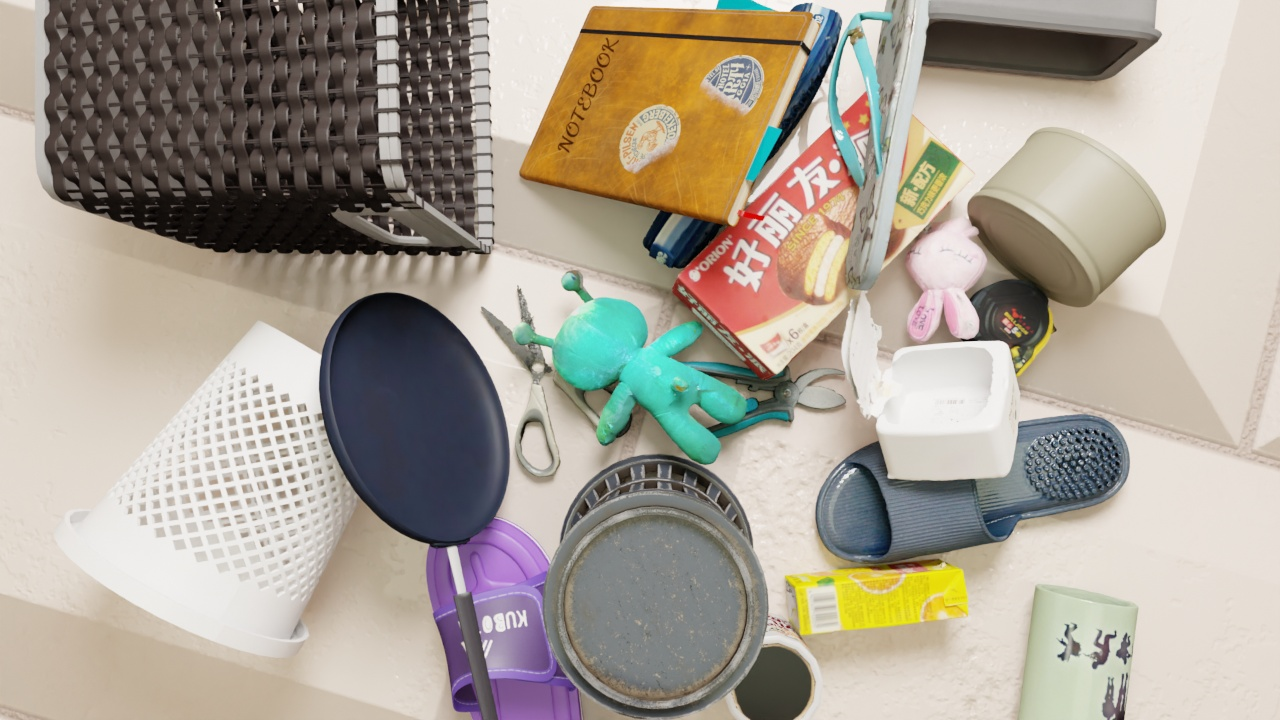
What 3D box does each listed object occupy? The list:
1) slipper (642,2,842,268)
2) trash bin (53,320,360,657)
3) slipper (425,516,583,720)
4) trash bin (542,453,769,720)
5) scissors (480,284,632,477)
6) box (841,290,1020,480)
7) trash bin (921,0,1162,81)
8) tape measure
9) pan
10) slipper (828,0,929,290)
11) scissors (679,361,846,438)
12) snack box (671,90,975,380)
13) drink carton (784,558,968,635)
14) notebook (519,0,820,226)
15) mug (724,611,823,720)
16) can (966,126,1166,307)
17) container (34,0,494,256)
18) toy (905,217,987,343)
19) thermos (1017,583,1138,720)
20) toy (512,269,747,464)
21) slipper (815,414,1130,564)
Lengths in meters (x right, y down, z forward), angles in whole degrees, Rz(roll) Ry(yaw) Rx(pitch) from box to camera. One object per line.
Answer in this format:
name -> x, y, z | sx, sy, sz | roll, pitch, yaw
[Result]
slipper -> 0.072, -0.194, 0.746 | 0.095, 0.105, 0.252 | 33, 87, 7
trash bin -> -0.294, 0.088, 0.710 | 0.195, 0.196, 0.199 | 30, 78, 3
slipper -> -0.105, 0.257, 0.736 | 0.107, 0.084, 0.266 | -14, 87, 1
trash bin -> 0.011, 0.156, 0.667 | 0.164, 0.227, 0.164 | 0, 87, 1
scissors -> -0.081, 0.024, 0.784 | 0.158, 0.012, 0.162 | 21, 87, 1
box -> 0.212, 0.007, 0.701 | 0.129, 0.108, 0.137 | -3, 127, 30
trash bin -> 0.319, -0.360, 0.754 | 0.192, 0.097, 0.219 | 6, 86, 2
tape measure -> 0.304, -0.030, 0.763 | 0.071, 0.042, 0.072 | 45, 93, 9
pan -> -0.147, 0.117, 0.683 | 0.021, 0.198, 0.356 | -22, 76, 24
slipper -> 0.171, -0.187, 0.684 | 0.055, 0.098, 0.268 | 9, 83, -3
scissors -> 0.091, 0.028, 0.777 | 0.156, 0.019, 0.124 | -43, 88, -3
snack box -> 0.147, -0.105, 0.754 | 0.236, 0.060, 0.113 | -44, 87, -6
drink carton -> 0.189, 0.189, 0.745 | 0.134, 0.058, 0.043 | -6, 87, 0
notebook -> 0.021, -0.206, 0.718 | 0.249, 0.014, 0.178 | 21, 87, 40
mug -> 0.098, 0.260, 0.728 | 0.073, 0.089, 0.105 | 7, 87, 2
can -> 0.332, -0.111, 0.724 | 0.073, 0.128, 0.128 | -45, 87, 0
container -> -0.261, -0.212, 0.689 | 0.244, 0.247, 0.245 | -2, 87, 5
toy -> 0.250, -0.068, 0.756 | 0.064, 0.047, 0.110 | -6, 73, 38
thermos -> 0.334, 0.300, 0.725 | 0.082, 0.082, 0.231 | 9, 88, 2
toy -> -0.004, 0.004, 0.744 | 0.193, 0.072, 0.130 | 35, 77, 9
slipper -> 0.272, 0.098, 0.737 | 0.263, 0.082, 0.101 | -14, 84, 0
